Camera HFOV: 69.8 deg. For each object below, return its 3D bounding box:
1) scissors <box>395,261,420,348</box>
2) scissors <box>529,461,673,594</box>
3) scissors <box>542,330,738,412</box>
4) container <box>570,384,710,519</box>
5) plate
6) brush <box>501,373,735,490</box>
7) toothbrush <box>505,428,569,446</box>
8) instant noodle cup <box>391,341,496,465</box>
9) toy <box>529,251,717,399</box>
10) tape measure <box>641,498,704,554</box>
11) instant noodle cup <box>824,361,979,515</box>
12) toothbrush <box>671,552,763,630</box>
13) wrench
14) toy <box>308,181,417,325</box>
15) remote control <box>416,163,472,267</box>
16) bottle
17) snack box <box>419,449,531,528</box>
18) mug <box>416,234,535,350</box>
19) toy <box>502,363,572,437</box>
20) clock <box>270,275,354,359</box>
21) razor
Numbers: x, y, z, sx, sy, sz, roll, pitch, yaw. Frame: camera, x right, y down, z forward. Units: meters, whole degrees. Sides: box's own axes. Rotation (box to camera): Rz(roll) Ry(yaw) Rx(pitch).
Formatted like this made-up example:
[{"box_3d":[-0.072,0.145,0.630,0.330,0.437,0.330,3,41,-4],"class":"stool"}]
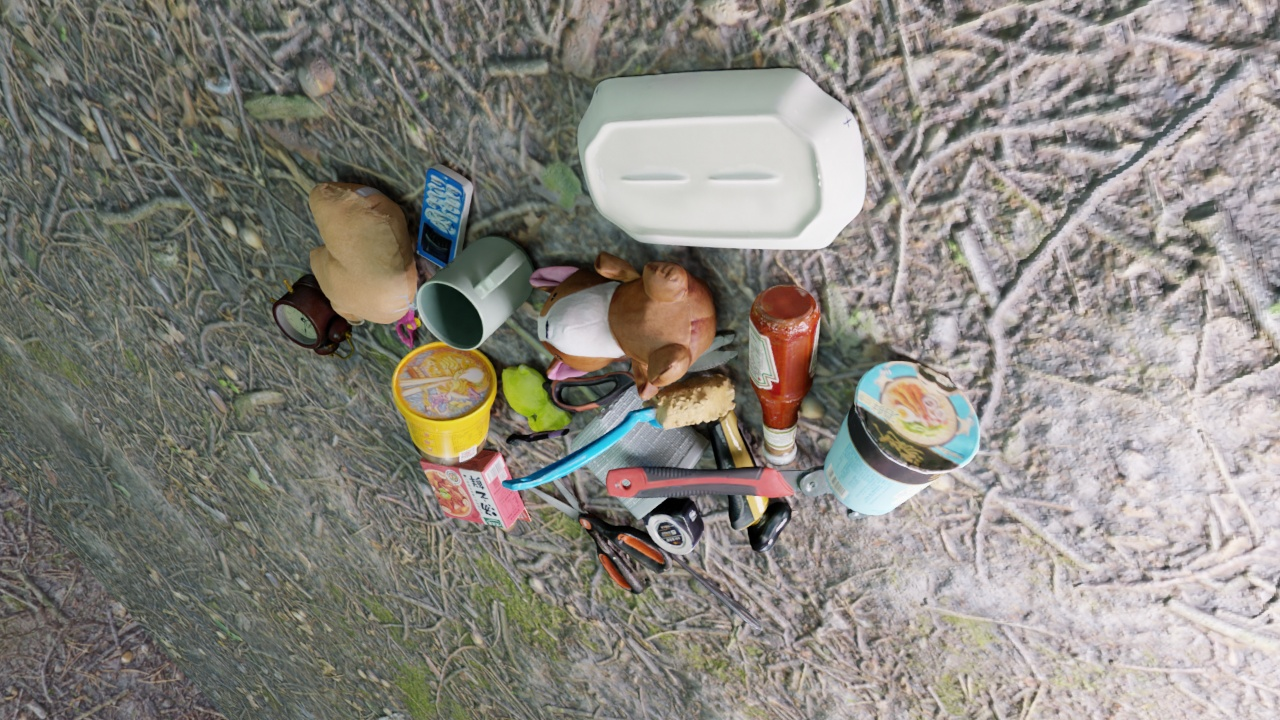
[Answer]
[{"box_3d":[-0.265,-0.062,1.085,0.134,0.017,0.134,28,133,18],"class":"scissors"},{"box_3d":[-0.052,0.223,1.169,0.221,0.021,0.228,13,135,35],"class":"scissors"},{"box_3d":[-0.006,-0.008,0.934,0.205,0.015,0.199,-49,62,13],"class":"scissors"},{"box_3d":[-0.004,0.093,0.988,0.111,0.089,0.090,42,137,0],"class":"container"},{"box_3d":[0.055,-0.159,0.772,0.266,0.034,0.162,8,129,29],"class":"plate"},{"box_3d":[-0.016,0.070,0.874,0.083,0.254,0.046,6,117,58],"class":"brush"},{"box_3d":[-0.121,0.091,1.082,0.016,0.014,0.189,38,157,-19],"class":"toothbrush"},{"box_3d":[-0.230,0.058,1.094,0.118,0.118,0.115,26,143,13],"class":"instant noodle cup"},{"box_3d":[-0.029,-0.034,0.876,0.200,0.130,0.140,6,101,43],"class":"toy"},{"box_3d":[0.041,0.195,1.082,0.066,0.033,0.066,-2,122,37],"class":"tape measure"},{"box_3d":[0.222,0.078,0.818,0.111,0.111,0.121,30,145,9],"class":"instant noodle cup"},{"box_3d":[0.083,0.274,1.134,0.181,0.015,0.018,41,128,-1],"class":"toothbrush"},{"box_3d":[0.102,0.125,0.915,0.273,0.016,0.056,3,110,1],"class":"wrench"},{"box_3d":[-0.316,-0.098,1.043,0.143,0.082,0.227,37,138,16],"class":"toy"},{"box_3d":[-0.205,-0.148,0.964,0.049,0.024,0.125,31,136,8],"class":"remote control"},{"box_3d":[0.132,0.023,0.858,0.060,0.059,0.206,17,139,22],"class":"bottle"},{"box_3d":[-0.222,0.177,1.236,0.113,0.044,0.127,4,127,32],"class":"snack box"},{"box_3d":[-0.155,-0.078,0.929,0.082,0.106,0.112,49,137,-10],"class":"mug"},{"box_3d":[-0.125,0.047,1.071,0.100,0.031,0.097,36,139,3],"class":"toy"},{"box_3d":[-0.408,-0.051,1.161,0.122,0.055,0.082,47,136,-11],"class":"clock"},{"box_3d":[0.111,0.122,0.966,0.068,0.062,0.167,-18,112,9],"class":"razor"}]
